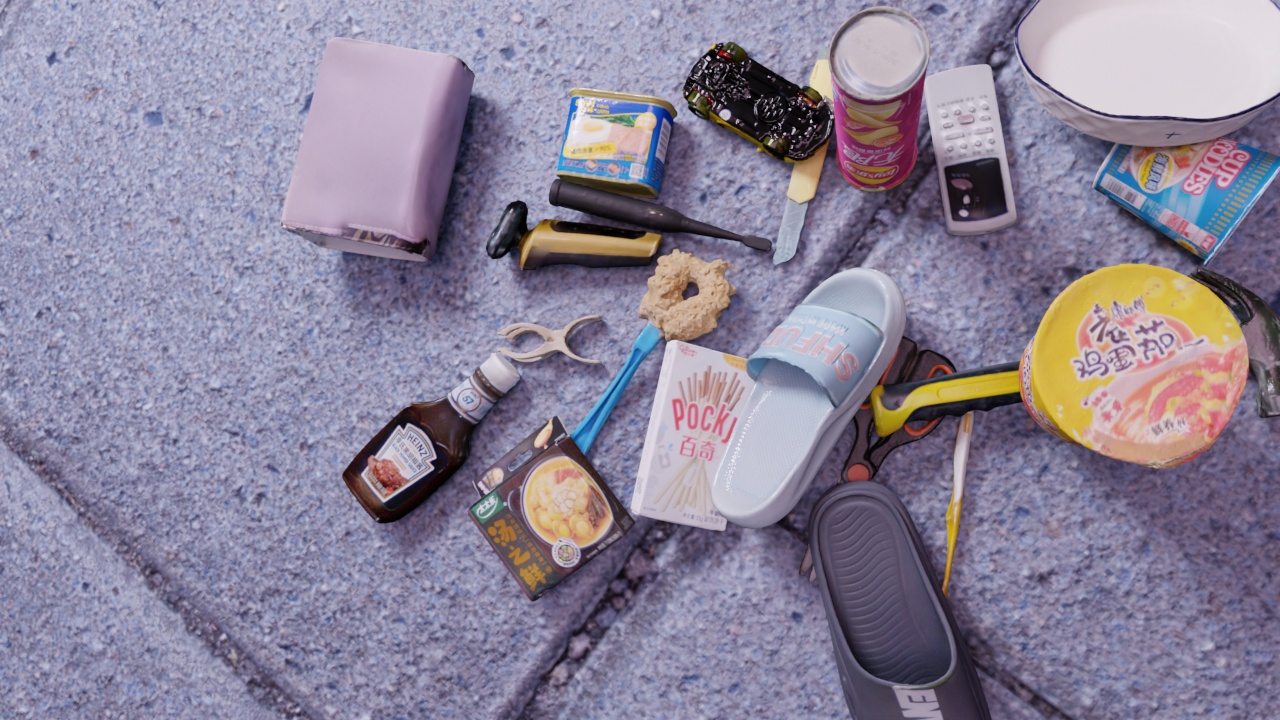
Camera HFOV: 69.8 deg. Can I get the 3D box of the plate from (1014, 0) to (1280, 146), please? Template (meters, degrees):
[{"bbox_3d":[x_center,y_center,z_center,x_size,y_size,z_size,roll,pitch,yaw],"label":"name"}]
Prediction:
[{"bbox_3d":[0.404,-0.242,0.730,0.205,0.046,0.204,-6,53,8],"label":"plate"}]

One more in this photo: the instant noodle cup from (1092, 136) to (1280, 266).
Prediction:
[{"bbox_3d":[0.431,-0.143,0.733,0.110,0.099,0.099,36,93,23],"label":"instant noodle cup"}]

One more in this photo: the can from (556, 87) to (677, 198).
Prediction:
[{"bbox_3d":[-0.024,-0.205,0.869,0.102,0.057,0.083,12,89,15],"label":"can"}]

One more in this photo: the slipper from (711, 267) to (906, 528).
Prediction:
[{"bbox_3d":[0.128,0.024,0.771,0.104,0.074,0.245,24,82,50],"label":"slipper"}]

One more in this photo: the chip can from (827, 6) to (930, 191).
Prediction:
[{"bbox_3d":[0.189,-0.200,0.734,0.071,0.210,0.071,-2,83,14],"label":"chip can"}]

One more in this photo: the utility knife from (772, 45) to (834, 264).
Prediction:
[{"bbox_3d":[0.154,-0.188,0.841,0.031,0.022,0.210,12,80,18],"label":"utility knife"}]

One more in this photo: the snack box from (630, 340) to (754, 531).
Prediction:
[{"bbox_3d":[0.050,0.067,0.816,0.084,0.027,0.156,14,87,-16],"label":"snack box"}]

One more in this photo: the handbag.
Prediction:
[{"bbox_3d":[-0.251,-0.204,0.904,0.145,0.098,0.197,11,85,17],"label":"handbag"}]

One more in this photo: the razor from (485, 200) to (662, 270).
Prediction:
[{"bbox_3d":[-0.062,-0.115,0.870,0.167,0.062,0.068,6,119,9],"label":"razor"}]

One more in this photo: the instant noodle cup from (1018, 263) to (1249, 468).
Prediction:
[{"bbox_3d":[0.348,0.009,0.679,0.138,0.110,0.138,-1,81,9],"label":"instant noodle cup"}]

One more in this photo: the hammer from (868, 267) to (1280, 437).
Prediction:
[{"bbox_3d":[0.352,0.008,0.751,0.323,0.032,0.126,-10,80,8],"label":"hammer"}]

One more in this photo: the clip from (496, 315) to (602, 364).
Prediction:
[{"bbox_3d":[-0.085,-0.019,0.876,0.100,0.034,0.071,-1,83,9],"label":"clip"}]

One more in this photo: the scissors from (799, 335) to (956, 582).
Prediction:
[{"bbox_3d":[0.181,0.080,0.799,0.235,0.021,0.142,-43,83,3],"label":"scissors"}]

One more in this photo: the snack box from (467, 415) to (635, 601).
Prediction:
[{"bbox_3d":[-0.088,0.135,0.841,0.113,0.053,0.125,-39,87,14],"label":"snack box"}]

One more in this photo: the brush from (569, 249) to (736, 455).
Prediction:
[{"bbox_3d":[-0.005,0.005,0.853,0.083,0.046,0.255,37,97,11],"label":"brush"}]

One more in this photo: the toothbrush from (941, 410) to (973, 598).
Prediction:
[{"bbox_3d":[0.263,0.127,0.780,0.018,0.016,0.191,8,86,23],"label":"toothbrush"}]

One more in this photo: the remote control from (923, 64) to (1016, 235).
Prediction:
[{"bbox_3d":[0.289,-0.185,0.805,0.058,0.021,0.150,-9,81,13],"label":"remote control"}]

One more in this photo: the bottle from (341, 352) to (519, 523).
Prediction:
[{"bbox_3d":[-0.197,0.071,0.888,0.195,0.044,0.080,-43,77,5],"label":"bottle"}]

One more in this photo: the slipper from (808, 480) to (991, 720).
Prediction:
[{"bbox_3d":[0.202,0.232,0.739,0.111,0.083,0.268,-20,87,16],"label":"slipper"}]

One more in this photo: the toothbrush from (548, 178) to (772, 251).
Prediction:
[{"bbox_3d":[0.019,-0.132,0.853,0.213,0.027,0.026,15,88,7],"label":"toothbrush"}]

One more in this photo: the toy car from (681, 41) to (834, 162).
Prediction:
[{"bbox_3d":[0.108,-0.234,0.845,0.156,0.041,0.071,35,93,20],"label":"toy car"}]
